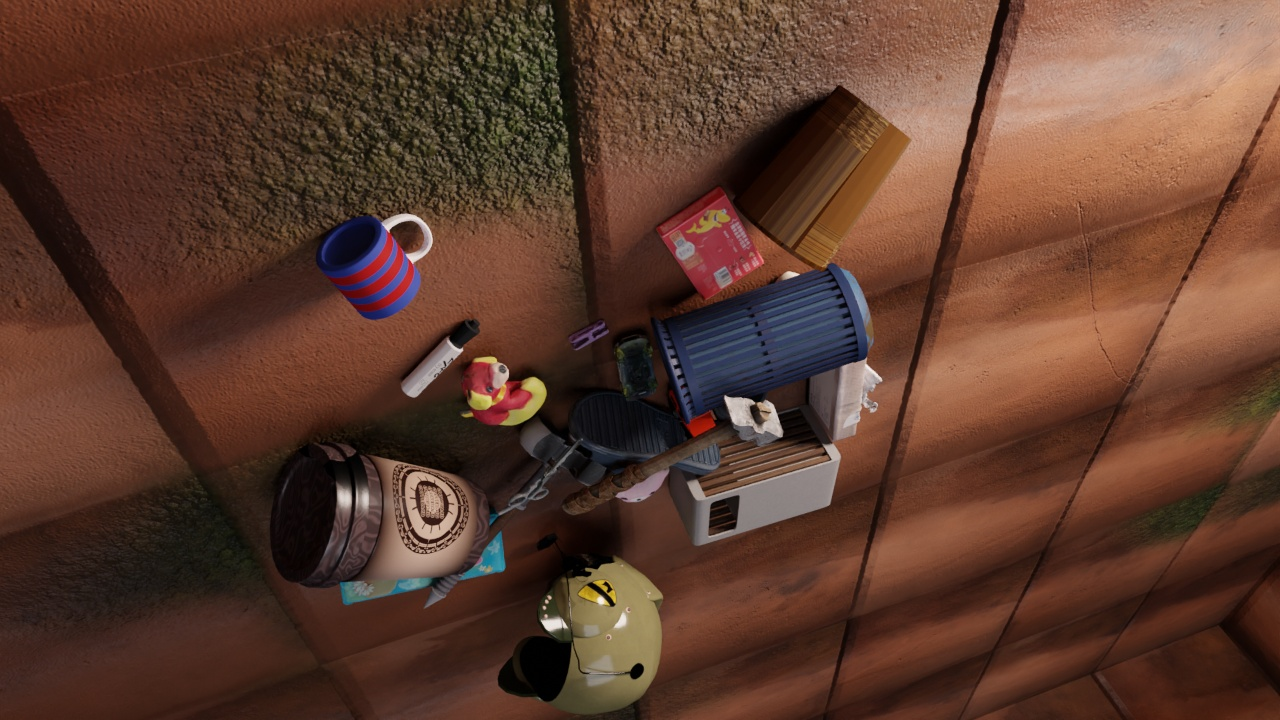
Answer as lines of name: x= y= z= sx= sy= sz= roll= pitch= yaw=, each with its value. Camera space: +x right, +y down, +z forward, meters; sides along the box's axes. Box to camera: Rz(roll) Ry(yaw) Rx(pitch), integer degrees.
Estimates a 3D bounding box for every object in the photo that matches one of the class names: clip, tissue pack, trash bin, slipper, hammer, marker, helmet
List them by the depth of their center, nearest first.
marker: x=-0.234 y=-0.004 z=1.079 sx=0.126 sy=0.025 sz=0.025 roll=-42 pitch=136 yaw=18
clip: x=-0.065 y=-0.034 z=1.141 sx=0.053 sy=0.013 sz=0.037 roll=-18 pitch=139 yaw=-12
trash bin: x=0.152 y=-0.026 z=1.141 sx=0.249 sy=0.139 sz=0.139 roll=-19 pitch=138 yaw=0
hammer: x=0.026 y=0.127 z=1.158 sx=0.320 sy=0.049 sz=0.121 roll=-30 pitch=155 yaw=28
hammer: x=-0.194 y=0.224 z=1.266 sx=0.322 sy=0.043 sz=0.156 roll=-48 pitch=135 yaw=5
slipper: x=-0.005 y=0.114 z=1.267 sx=0.263 sy=0.101 sz=0.083 roll=17 pitch=140 yaw=-37
tissue pack: x=0.287 y=0.029 z=1.309 sx=0.071 sy=0.103 sz=0.182 roll=-17 pitch=137 yaw=-13
helmet: x=-0.082 y=0.396 z=1.372 sx=0.232 sy=0.255 sz=0.251 roll=7 pitch=130 yaw=-27
trash bin: x=0.168 y=0.172 z=1.386 sx=0.228 sy=0.114 sz=0.115 roll=-14 pitch=137 yaw=-12

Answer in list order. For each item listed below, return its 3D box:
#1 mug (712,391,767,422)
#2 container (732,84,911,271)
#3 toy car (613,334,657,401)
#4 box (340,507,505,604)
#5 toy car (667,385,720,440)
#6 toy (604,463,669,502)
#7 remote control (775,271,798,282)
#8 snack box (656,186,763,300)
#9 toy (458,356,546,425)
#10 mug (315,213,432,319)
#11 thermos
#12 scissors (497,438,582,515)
mug: x=0.120 y=0.040 z=1.256 sx=0.071 sy=0.077 sz=0.105 roll=-4 pitch=134 yaw=-22
container: x=0.206 y=-0.205 z=1.020 sx=0.132 sy=0.132 sz=0.167 roll=21 pitch=115 yaw=-39
toy car: x=-0.007 y=0.007 z=1.195 sx=0.048 sy=0.033 sz=0.106 roll=-16 pitch=133 yaw=-8
box: x=-0.313 y=0.300 z=1.316 sx=0.227 sy=0.083 sz=0.173 roll=-8 pitch=135 yaw=-19
toy car: x=0.073 y=0.073 z=1.251 sx=0.051 sy=0.100 sz=0.049 roll=-24 pitch=145 yaw=-6
toy: x=-0.007 y=0.184 z=1.364 sx=0.099 sy=0.052 sz=0.096 roll=-12 pitch=149 yaw=-10
remote control: x=0.227 y=-0.090 z=1.222 sx=0.125 sy=0.018 sz=0.038 roll=11 pitch=127 yaw=-36
snack box: x=0.086 y=-0.137 z=1.102 sx=0.089 sy=0.021 sz=0.133 roll=-32 pitch=138 yaw=7
toy: x=-0.178 y=0.043 z=1.136 sx=0.106 sy=0.067 sz=0.137 roll=-30 pitch=151 yaw=8
mug: x=-0.263 y=-0.107 z=0.935 sx=0.111 sy=0.075 sz=0.076 roll=-47 pitch=141 yaw=-15
thermos: x=-0.318 y=0.200 z=1.150 sx=0.226 sy=0.172 sz=0.173 roll=16 pitch=124 yaw=-44
scissors: x=-0.131 y=0.152 z=1.186 sx=0.090 sy=0.014 sz=0.172 roll=-13 pitch=150 yaw=-31
